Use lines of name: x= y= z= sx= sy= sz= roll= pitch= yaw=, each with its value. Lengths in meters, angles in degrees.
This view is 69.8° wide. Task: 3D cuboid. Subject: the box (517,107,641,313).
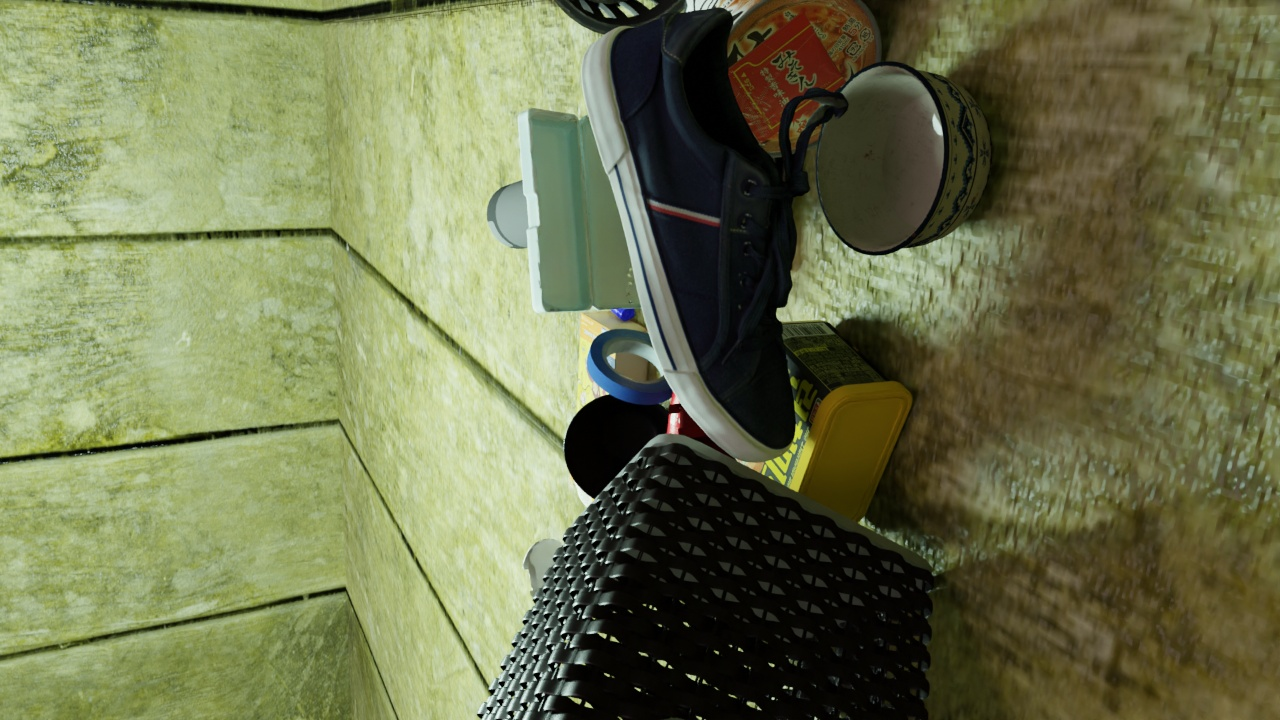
box: x=-0.056 y=-0.147 z=0.916 sx=0.043 sy=0.135 sz=0.197 roll=0 pitch=95 yaw=57

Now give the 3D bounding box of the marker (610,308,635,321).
marker: x=-0.056 y=-0.087 z=1.021 sx=0.141 sy=0.020 sz=0.020 roll=42 pitch=132 yaw=36

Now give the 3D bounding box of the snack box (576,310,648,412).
snack box: x=-0.031 y=0.018 z=1.005 sx=0.088 sy=0.040 sz=0.126 roll=32 pitch=123 yaw=57

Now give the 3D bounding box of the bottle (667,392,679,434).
bottle: x=0.048 y=0.052 z=0.859 sx=0.042 sy=0.041 sz=0.142 roll=39 pitch=129 yaw=54

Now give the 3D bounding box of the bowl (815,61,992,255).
bowl: x=0.169 y=-0.125 z=0.573 sx=0.116 sy=0.059 sz=0.115 roll=20 pitch=112 yaw=60

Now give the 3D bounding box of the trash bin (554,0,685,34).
trash bin: x=-0.057 y=-0.403 z=0.853 sx=0.227 sy=0.164 sz=0.164 roll=-133 pitch=45 yaw=-55

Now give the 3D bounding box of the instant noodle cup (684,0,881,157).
instant noodle cup: x=0.089 y=-0.231 z=0.658 sx=0.121 sy=0.123 sz=0.124 roll=-110 pitch=29 yaw=-44

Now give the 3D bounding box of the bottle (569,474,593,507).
bottle: x=-0.042 y=0.138 z=1.025 sx=0.109 sy=0.063 sz=0.063 roll=13 pitch=107 yaw=62

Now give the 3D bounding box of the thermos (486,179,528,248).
thermos: x=-0.102 y=-0.176 z=1.058 sx=0.241 sy=0.082 sz=0.082 roll=6 pitch=101 yaw=62

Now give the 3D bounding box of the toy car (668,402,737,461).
toy car: x=0.064 y=0.069 z=0.783 sx=0.062 sy=0.070 sz=0.170 roll=4 pitch=-101 yaw=-80

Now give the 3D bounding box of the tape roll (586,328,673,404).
tape roll: x=-0.005 y=0.005 z=0.896 sx=0.091 sy=0.093 sz=0.016 roll=-114 pitch=32 yaw=-42

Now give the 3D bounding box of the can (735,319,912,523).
can: x=0.126 y=0.048 z=0.679 sx=0.101 sy=0.072 sz=0.131 roll=-125 pitch=39 yaw=-48

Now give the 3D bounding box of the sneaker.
sneaker: x=0.069 y=-0.077 z=0.576 sx=0.127 sy=0.120 sz=0.294 roll=-10 pitch=103 yaw=36

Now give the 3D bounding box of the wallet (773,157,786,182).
wallet: x=0.084 y=-0.135 z=0.770 sx=0.099 sy=0.031 sz=0.120 roll=20 pitch=112 yaw=57

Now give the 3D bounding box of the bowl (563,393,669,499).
bowl: x=-0.013 y=0.085 z=0.944 sx=0.052 sy=0.124 sz=0.124 roll=-68 pitch=-19 yaw=-73

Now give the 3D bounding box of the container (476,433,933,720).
container: x=0.034 y=0.233 z=0.619 sx=0.246 sy=0.247 sz=0.242 roll=-52 pitch=13 yaw=53

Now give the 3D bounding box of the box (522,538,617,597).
box: x=-0.045 y=0.214 z=0.945 sx=0.092 sy=0.161 sz=0.081 roll=157 pitch=111 yaw=-73
